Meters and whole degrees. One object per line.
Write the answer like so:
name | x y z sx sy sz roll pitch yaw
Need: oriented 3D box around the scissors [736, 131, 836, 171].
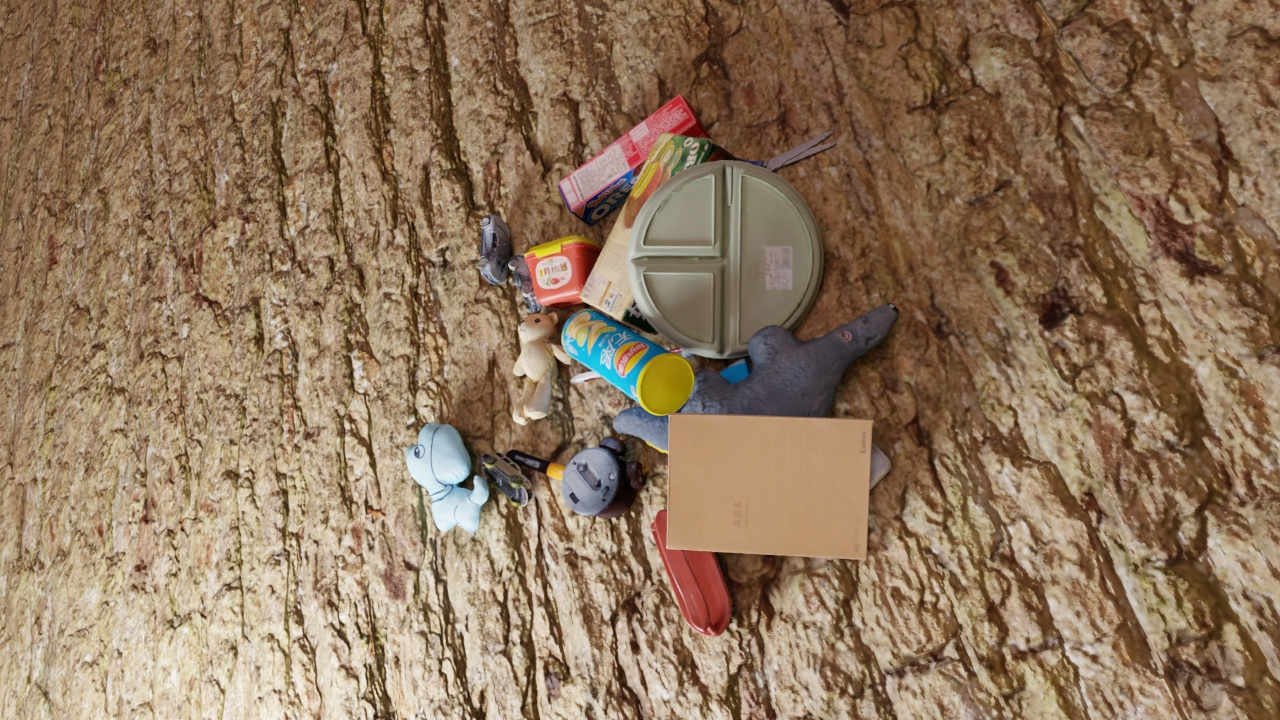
scissors | 0.162 -0.233 1.143 0.174 0.012 0.126 7 76 30

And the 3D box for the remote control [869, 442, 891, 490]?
remote control | 0.206 0.141 0.987 0.136 0.020 0.056 -48 56 8

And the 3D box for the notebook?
notebook | 0.134 0.132 0.965 0.211 0.012 0.149 2 96 8

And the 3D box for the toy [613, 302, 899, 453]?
toy | 0.131 0.045 1.022 0.357 0.091 0.137 -27 54 18

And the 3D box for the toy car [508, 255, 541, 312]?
toy car | -0.156 -0.106 1.264 0.034 0.043 0.090 -18 55 -14

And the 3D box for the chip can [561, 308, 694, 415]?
chip can | -0.020 -0.003 1.089 0.071 0.071 0.210 -58 34 0

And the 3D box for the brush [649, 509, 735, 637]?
brush | 0.057 0.233 1.011 0.063 0.069 0.145 -31 61 19

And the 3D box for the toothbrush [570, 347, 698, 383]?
toothbrush | -0.007 0.007 1.157 0.188 0.016 0.017 -16 76 24

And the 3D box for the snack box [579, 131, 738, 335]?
snack box | 0.021 -0.159 1.135 0.114 0.063 0.240 29 94 54

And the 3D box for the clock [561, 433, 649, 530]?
clock | -0.039 0.141 1.106 0.122 0.055 0.082 -47 56 7

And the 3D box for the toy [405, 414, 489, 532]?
toy | -0.261 0.150 1.230 0.162 0.049 0.156 -4 82 36

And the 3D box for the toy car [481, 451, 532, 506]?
toy car | -0.170 0.152 1.183 0.035 0.042 0.090 -30 47 -34

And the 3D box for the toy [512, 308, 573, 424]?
toy | -0.138 0.009 1.199 0.105 0.066 0.157 -20 56 41

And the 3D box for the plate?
plate | 0.098 -0.116 1.058 0.230 0.027 0.230 0 95 2

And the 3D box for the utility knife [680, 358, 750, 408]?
utility knife | 0.065 0.052 1.098 0.161 0.018 0.034 -32 75 18

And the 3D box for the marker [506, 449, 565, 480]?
marker | -0.126 0.136 1.180 0.124 0.015 0.018 14 77 34

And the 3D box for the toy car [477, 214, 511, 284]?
toy car | -0.205 -0.160 1.304 0.031 0.049 0.105 -8 70 23

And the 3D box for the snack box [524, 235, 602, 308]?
snack box | -0.097 -0.115 1.214 0.091 0.082 0.080 -13 81 26

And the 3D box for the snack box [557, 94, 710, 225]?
snack box | -0.010 -0.265 1.224 0.208 0.057 0.058 -32 63 16
